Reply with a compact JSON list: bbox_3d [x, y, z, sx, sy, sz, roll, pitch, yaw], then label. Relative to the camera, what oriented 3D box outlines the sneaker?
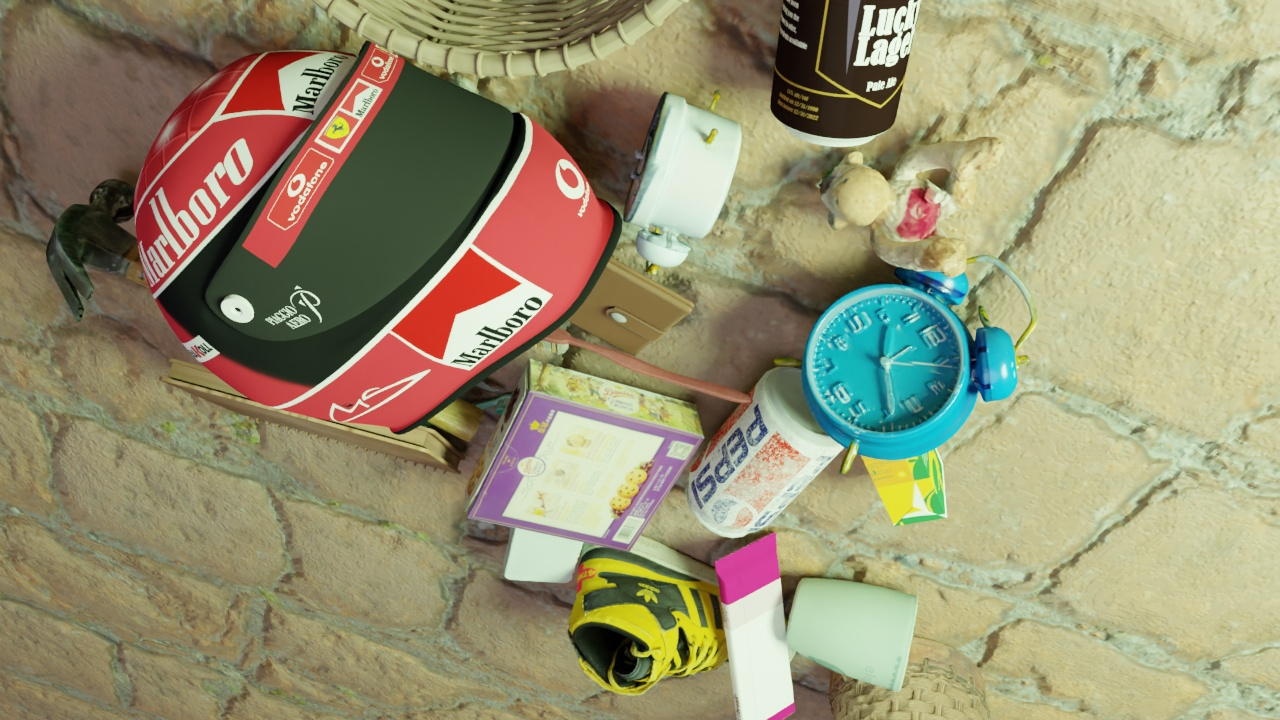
[{"bbox_3d":[0.040,0.259,0.848,0.238,0.121,0.086,30,132,-10],"label":"sneaker"}]

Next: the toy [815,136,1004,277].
[{"bbox_3d":[0.157,-0.102,0.558,0.106,0.074,0.085,21,101,24],"label":"toy"}]

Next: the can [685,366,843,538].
[{"bbox_3d":[0.095,0.073,0.706,0.078,0.078,0.136,27,131,-8],"label":"can"}]

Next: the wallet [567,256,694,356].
[{"bbox_3d":[-0.021,-0.039,0.651,0.087,0.013,0.121,29,158,-10],"label":"wallet"}]

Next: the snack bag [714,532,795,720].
[{"bbox_3d":[0.106,0.254,0.834,0.016,0.070,0.197,21,125,56],"label":"snack bag"}]

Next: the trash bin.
[{"bbox_3d":[0.245,0.384,0.841,0.151,0.209,0.151,8,130,9],"label":"trash bin"}]

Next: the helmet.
[{"bbox_3d":[-0.183,-0.082,0.569,0.272,0.197,0.224,-31,123,34],"label":"helmet"}]

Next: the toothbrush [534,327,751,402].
[{"bbox_3d":[-0.004,0.004,0.690,0.184,0.015,0.016,17,138,18],"label":"toothbrush"}]

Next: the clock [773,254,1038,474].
[{"bbox_3d":[0.176,-0.006,0.599,0.161,0.116,0.060,-36,159,11],"label":"clock"}]

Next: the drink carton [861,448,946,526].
[{"bbox_3d":[0.189,0.059,0.682,0.041,0.058,0.122,-15,124,25],"label":"drink carton"}]

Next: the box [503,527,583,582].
[{"bbox_3d":[-0.073,0.121,0.809,0.085,0.070,0.199,24,128,12],"label":"box"}]

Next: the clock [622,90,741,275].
[{"bbox_3d":[0.020,-0.108,0.573,0.057,0.083,0.118,16,131,-8],"label":"clock"}]

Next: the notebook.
[{"bbox_3d":[-0.258,0.051,0.761,0.210,0.022,0.169,15,166,2],"label":"notebook"}]

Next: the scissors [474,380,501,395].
[{"bbox_3d":[-0.224,-0.012,0.760,0.225,0.016,0.227,31,130,-11],"label":"scissors"}]

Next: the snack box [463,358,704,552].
[{"bbox_3d":[-0.046,0.081,0.727,0.148,0.040,0.144,17,125,-20],"label":"snack box"}]

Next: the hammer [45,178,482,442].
[{"bbox_3d":[-0.270,-0.020,0.695,0.330,0.132,0.033,29,117,-21],"label":"hammer"}]

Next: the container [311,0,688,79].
[{"bbox_3d":[-0.046,-0.264,0.382,0.227,0.195,0.227,7,131,9],"label":"container"}]

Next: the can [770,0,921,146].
[{"bbox_3d":[0.111,-0.185,0.490,0.072,0.071,0.129,8,130,8],"label":"can"}]

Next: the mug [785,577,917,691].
[{"bbox_3d":[0.190,0.244,0.832,0.104,0.084,0.111,11,160,17],"label":"mug"}]

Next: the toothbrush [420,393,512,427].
[{"bbox_3d":[-0.164,0.045,0.791,0.135,0.017,0.022,-9,130,21],"label":"toothbrush"}]
